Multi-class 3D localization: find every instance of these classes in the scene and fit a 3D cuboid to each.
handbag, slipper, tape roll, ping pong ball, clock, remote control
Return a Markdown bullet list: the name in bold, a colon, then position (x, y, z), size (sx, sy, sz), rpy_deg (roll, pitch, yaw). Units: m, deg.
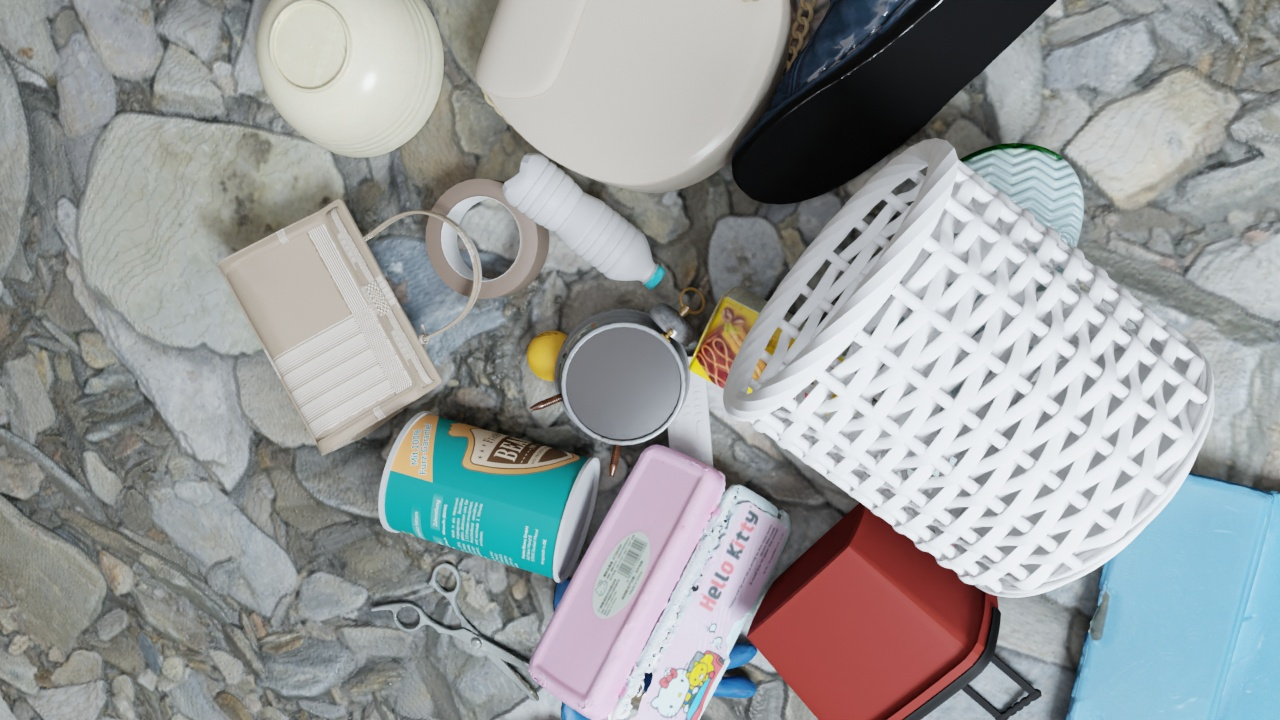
- **handbag**: position (-0.212, -0.047, 0.731), size (0.198, 0.062, 0.175), rpy_deg (-28, 91, 21)
- **slipper**: position (0.226, -0.031, 0.642), size (0.104, 0.074, 0.246), rpy_deg (9, 116, 9)
- **tape roll**: position (-0.121, -0.096, 0.730), size (0.094, 0.030, 0.094), rpy_deg (2, 98, 12)
- **slipper**: position (0.165, -0.216, 0.623), size (0.266, 0.108, 0.083), rpy_deg (-40, 57, 22)
- **handbag**: position (-0.003, -0.231, 0.648), size (0.209, 0.103, 0.211), rpy_deg (25, 101, 12)
- **ping pong ball**: position (-0.070, -0.004, 0.726), size (0.040, 0.040, 0.040), rpy_deg (2, 98, 12)
- **clock**: position (-0.004, 0.004, 0.689), size (0.104, 0.056, 0.148), rpy_deg (41, 96, -7)
- **remote control**: position (0.039, 0.061, 0.725), size (0.033, 0.012, 0.131), rpy_deg (-4, 97, 11)

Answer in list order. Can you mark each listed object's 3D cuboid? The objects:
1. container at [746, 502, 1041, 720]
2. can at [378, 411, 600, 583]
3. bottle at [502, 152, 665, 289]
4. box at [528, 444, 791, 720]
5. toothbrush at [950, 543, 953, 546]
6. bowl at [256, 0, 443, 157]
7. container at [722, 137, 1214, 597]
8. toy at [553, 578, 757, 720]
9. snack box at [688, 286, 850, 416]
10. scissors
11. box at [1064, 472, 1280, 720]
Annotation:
- **container**: position (0.194, 0.214, 0.652), size (0.201, 0.126, 0.148), rpy_deg (43, 116, 6)
- **can**: position (-0.116, 0.106, 0.721), size (0.144, 0.099, 0.099), rpy_deg (14, 100, 10)
- **bottle**: position (-0.040, -0.101, 0.694), size (0.136, 0.044, 0.044), rpy_deg (36, 104, -12)
- **box**: position (0.020, 0.178, 0.691), size (0.111, 0.101, 0.201), rpy_deg (18, 74, 40)
- **toothbrush**: position (0.218, 0.142, 0.694), size (0.135, 0.016, 0.021), rpy_deg (2, 102, 13)
- **bowl**: position (-0.238, -0.238, 0.714), size (0.151, 0.075, 0.151), rpy_deg (2, 97, 12)
- **container**: position (0.177, 0.005, 0.524), size (0.187, 0.189, 0.189), rpy_deg (36, 104, -6)
- **toy**: position (0.004, 0.245, 0.733), size (0.176, 0.071, 0.112), rpy_deg (7, 88, 12)
- **snack box**: position (0.097, -0.002, 0.667), size (0.106, 0.083, 0.061), rpy_deg (29, 104, 7)
- **scissors**: position (-0.156, 0.244, 0.795), size (0.131, 0.014, 0.153), rpy_deg (-28, 88, 14)
- **box**: position (0.405, 0.196, 0.642), size (0.175, 0.060, 0.232), rpy_deg (9, 99, 10)
